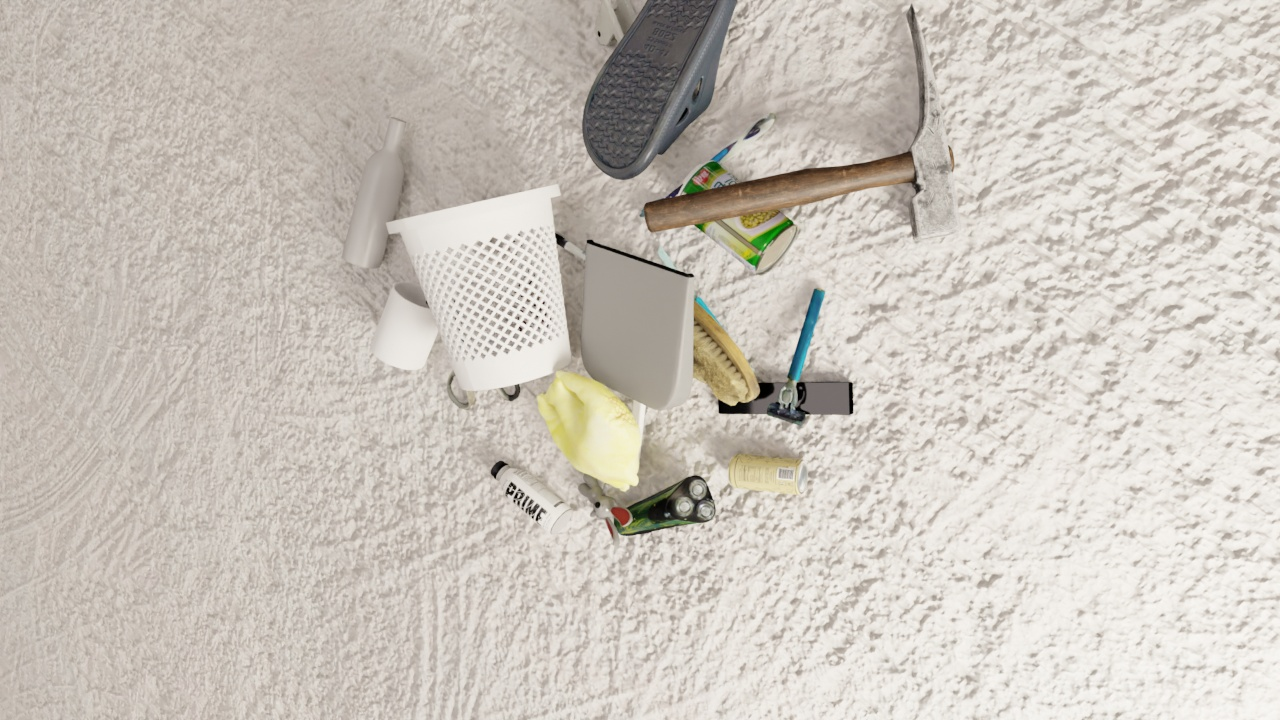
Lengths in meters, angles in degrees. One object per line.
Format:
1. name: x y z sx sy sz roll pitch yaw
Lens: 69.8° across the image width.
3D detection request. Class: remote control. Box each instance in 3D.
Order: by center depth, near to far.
1. remote control: 0.154 0.041 0.990 0.150 0.013 0.034 -1 91 28

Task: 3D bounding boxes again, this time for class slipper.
1. slipper: 0.030 -0.312 0.986 0.111 0.083 0.268 28 90 28

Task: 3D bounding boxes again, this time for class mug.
1. mug: -0.309 -0.055 1.203 0.110 0.073 0.091 47 117 44

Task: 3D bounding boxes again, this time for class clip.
1. clip: -0.029 -0.381 1.029 0.052 0.058 0.102 -21 84 4

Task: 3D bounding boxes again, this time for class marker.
1. marker: -0.060 -0.120 1.088 0.152 0.011 0.011 34 110 21

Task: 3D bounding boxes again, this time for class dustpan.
1. dustpan: -0.006 0.006 1.037 0.163 0.033 0.258 24 117 42

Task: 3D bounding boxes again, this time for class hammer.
1. hammer: 0.145 -0.205 0.895 0.301 0.037 0.217 -10 92 8

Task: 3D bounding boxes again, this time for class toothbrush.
1. toothbrush: 0.070 -0.210 1.002 0.189 0.017 0.016 -34 79 28

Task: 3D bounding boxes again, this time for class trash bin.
1. trash bin: -0.166 -0.081 1.047 0.196 0.195 0.199 -6 103 29

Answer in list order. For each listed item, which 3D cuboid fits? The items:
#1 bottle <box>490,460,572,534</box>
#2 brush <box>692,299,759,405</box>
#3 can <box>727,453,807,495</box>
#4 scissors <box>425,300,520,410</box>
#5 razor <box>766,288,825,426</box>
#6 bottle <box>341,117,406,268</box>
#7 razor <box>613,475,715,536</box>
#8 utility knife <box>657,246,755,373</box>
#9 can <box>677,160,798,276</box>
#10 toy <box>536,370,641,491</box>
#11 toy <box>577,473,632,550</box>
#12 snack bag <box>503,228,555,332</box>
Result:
1. bottle: -0.140 0.167 1.149 0.116 0.041 0.041 36 111 20
2. brush: 0.055 -0.023 1.007 0.195 0.043 0.059 47 137 23
3. can: 0.138 0.123 0.995 0.080 0.038 0.038 2 97 28
4. scissors: -0.219 0.000 1.161 0.157 0.012 0.166 31 126 2
5. razor: 0.168 -0.006 0.962 0.042 0.022 0.144 17 95 27
6. bottle: -0.343 -0.221 1.204 0.052 0.052 0.195 28 108 23
7. razor: 0.022 0.173 1.050 0.152 0.067 0.054 -24 80 37
8. utility knife: 0.070 -0.056 1.022 0.022 0.015 0.179 -37 80 27
9. can: 0.100 -0.151 0.966 0.121 0.067 0.067 41 113 18
10. toy: -0.056 0.084 1.055 0.155 0.064 0.171 50 152 2
11. toy: -0.042 0.174 1.084 0.111 0.030 0.049 46 118 48
12. snack bag: -0.141 -0.117 1.131 0.057 0.013 0.158 -9 92 27
